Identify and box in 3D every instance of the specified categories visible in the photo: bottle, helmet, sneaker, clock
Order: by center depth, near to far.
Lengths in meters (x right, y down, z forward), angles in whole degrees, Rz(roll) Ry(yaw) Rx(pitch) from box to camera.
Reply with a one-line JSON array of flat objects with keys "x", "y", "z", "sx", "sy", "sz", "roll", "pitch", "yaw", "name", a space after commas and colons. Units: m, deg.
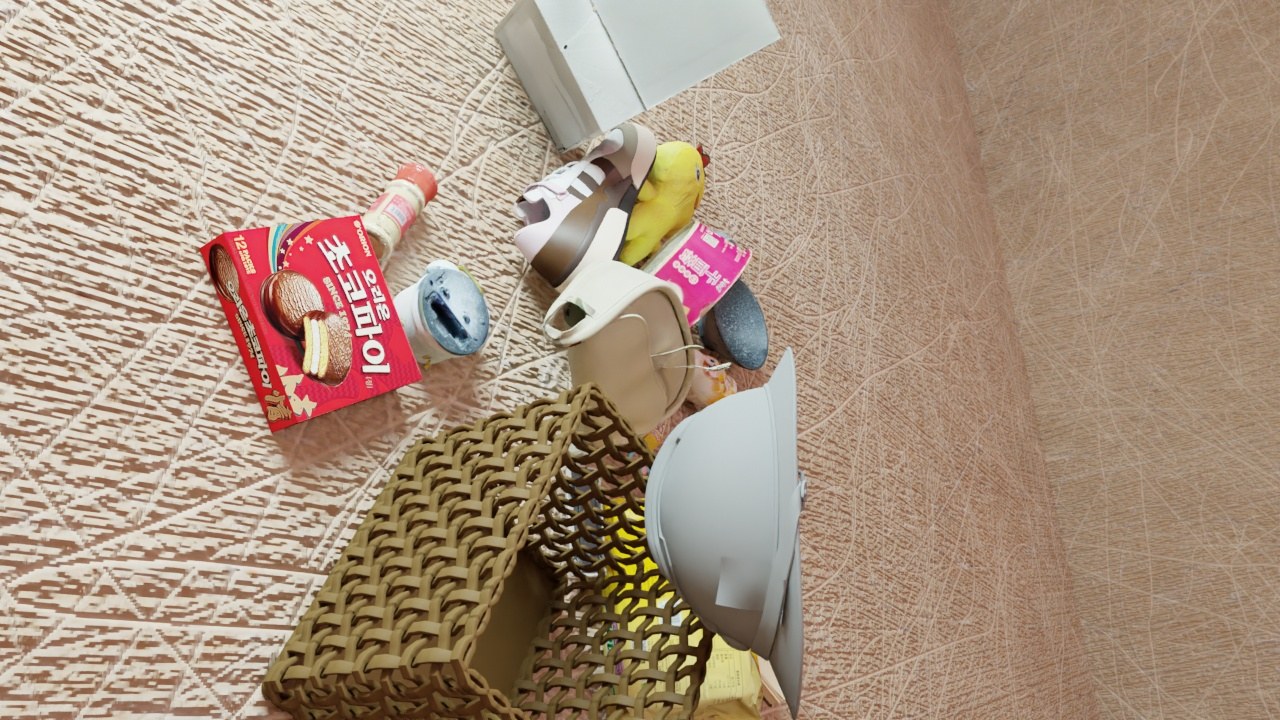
[{"x": 0.062, "y": 0.122, "z": 0.688, "sx": 0.183, "sy": 0.118, "sz": 0.270, "roll": 68, "pitch": 23, "yaw": -69, "name": "helmet"}, {"x": -0.227, "y": -0.137, "z": 0.846, "sx": 0.044, "sy": 0.044, "sz": 0.108, "roll": 50, "pitch": 40, "yaw": -28, "name": "bottle"}, {"x": -0.180, "y": -0.047, "z": 0.855, "sx": 0.083, "sy": 0.057, "sz": 0.117, "roll": 56, "pitch": 37, "yaw": -20, "name": "clock"}, {"x": -0.071, "y": -0.195, "z": 1.056, "sx": 0.116, "sy": 0.112, "sz": 0.292, "roll": 32, "pitch": 48, "yaw": -16, "name": "sneaker"}, {"x": 0.075, "y": 0.021, "z": 1.173, "sx": 0.109, "sy": 0.063, "sz": 0.063, "roll": 48, "pitch": 41, "yaw": -32, "name": "bottle"}]

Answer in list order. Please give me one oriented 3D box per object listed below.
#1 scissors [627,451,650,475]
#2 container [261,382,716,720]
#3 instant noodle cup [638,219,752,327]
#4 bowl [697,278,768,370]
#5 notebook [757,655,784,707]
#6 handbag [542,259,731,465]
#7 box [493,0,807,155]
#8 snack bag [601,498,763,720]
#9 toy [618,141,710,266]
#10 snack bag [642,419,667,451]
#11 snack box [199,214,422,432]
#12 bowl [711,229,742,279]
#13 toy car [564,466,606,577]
[{"x": 0.019, "y": 0.151, "z": 1.057, "sx": 0.135, "sy": 0.015, "sz": 0.129, "roll": 22, "pitch": 75, "yaw": -47, "name": "scissors"}, {"x": -0.096, "y": 0.199, "z": 0.718, "sx": 0.219, "sy": 0.215, "sz": 0.250, "roll": 52, "pitch": 39, "yaw": -26, "name": "container"}, {"x": 0.043, "y": -0.096, "z": 1.105, "sx": 0.077, "sy": 0.179, "sz": 0.178, "roll": 44, "pitch": 40, "yaw": -10, "name": "instant noodle cup"}, {"x": 0.117, "y": -0.045, "z": 1.267, "sx": 0.137, "sy": 0.057, "sz": 0.137, "roll": 28, "pitch": 53, "yaw": -45, "name": "bowl"}, {"x": 0.111, "y": 0.280, "z": 1.092, "sx": 0.225, "sy": 0.024, "sz": 0.167, "roll": 54, "pitch": 23, "yaw": -29, "name": "notebook"}, {"x": -0.006, "y": 0.006, "z": 0.946, "sx": 0.183, "sy": 0.132, "sz": 0.229, "roll": -48, "pitch": 148, "yaw": -34, "name": "handbag"}, {"x": -0.006, "y": -0.360, "z": 0.991, "sx": 0.167, "sy": 0.331, "sz": 0.164, "roll": 62, "pitch": 22, "yaw": -15, "name": "box"}, {"x": 0.039, "y": 0.248, "z": 0.936, "sx": 0.068, "sy": 0.159, "sz": 0.247, "roll": 92, "pitch": -6, "yaw": -70, "name": "snack bag"}, {"x": 0.025, "y": -0.206, "z": 1.186, "sx": 0.134, "sy": 0.092, "sz": 0.207, "roll": 89, "pitch": 21, "yaw": -49, "name": "toy"}, {"x": 0.019, "y": 0.067, "z": 1.112, "sx": 0.026, "sy": 0.020, "sz": 0.099, "roll": 47, "pitch": 41, "yaw": -29, "name": "snack bag"}, {"x": -0.264, "y": -0.035, "z": 0.751, "sx": 0.132, "sy": 0.036, "sz": 0.152, "roll": -24, "pitch": 95, "yaw": -56, "name": "snack box"}, {"x": 0.113, "y": -0.144, "z": 1.309, "sx": 0.110, "sy": 0.055, "sz": 0.110, "roll": 27, "pitch": 54, "yaw": -45, "name": "bowl"}, {"x": -0.059, "y": 0.166, "z": 0.942, "sx": 0.039, "sy": 0.039, "sz": 0.113, "roll": 6, "pitch": 70, "yaw": -28, "name": "toy car"}]
